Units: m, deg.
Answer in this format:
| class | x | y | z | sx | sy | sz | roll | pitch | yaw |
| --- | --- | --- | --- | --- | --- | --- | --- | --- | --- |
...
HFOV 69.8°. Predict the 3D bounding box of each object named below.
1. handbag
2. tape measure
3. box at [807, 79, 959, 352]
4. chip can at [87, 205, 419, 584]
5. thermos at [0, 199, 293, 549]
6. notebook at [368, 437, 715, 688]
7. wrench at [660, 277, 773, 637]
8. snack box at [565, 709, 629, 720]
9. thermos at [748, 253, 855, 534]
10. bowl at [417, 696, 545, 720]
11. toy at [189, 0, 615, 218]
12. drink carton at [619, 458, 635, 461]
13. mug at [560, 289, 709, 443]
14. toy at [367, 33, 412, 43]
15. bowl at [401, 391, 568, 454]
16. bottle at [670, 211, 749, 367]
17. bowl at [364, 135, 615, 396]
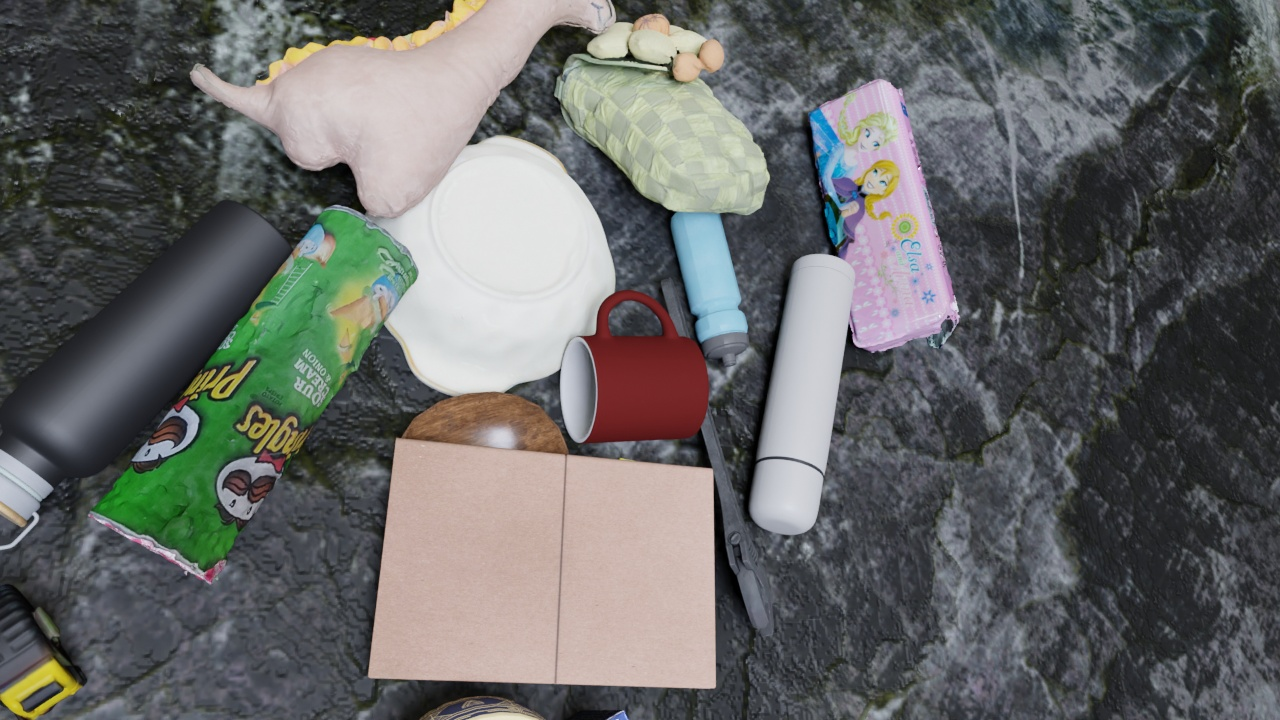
| class | x | y | z | sx | sy | sz | roll | pitch | yaw |
| --- | --- | --- | --- | --- | --- | --- | --- | --- | --- |
| handbag | 0.026 | -0.193 | 0.697 | 0.113 | 0.117 | 0.186 | -17 | 52 | -32 |
| tape measure | -0.313 | 0.143 | 0.461 | 0.038 | 0.063 | 0.067 | -34 | 85 | -31 |
| box | 0.220 | -0.119 | 0.805 | 0.096 | 0.085 | 0.230 | 18 | 59 | -53 |
| chip can | -0.214 | 0.013 | 0.535 | 0.075 | 0.076 | 0.222 | 32 | 67 | -10 |
| thermos | -0.295 | 0.006 | 0.523 | 0.061 | 0.061 | 0.230 | 37 | 60 | -7 |
| notebook | -0.053 | 0.127 | 0.572 | 0.209 | 0.008 | 0.141 | 7 | 68 | -15 |
| wrench | 0.053 | 0.062 | 0.665 | 0.018 | 0.073 | 0.273 | -18 | 69 | 10 |
| snack box | 0.002 | 0.279 | 0.537 | 0.027 | 0.082 | 0.150 | -24 | 82 | -28 |
| thermos | 0.125 | 0.023 | 0.707 | 0.052 | 0.052 | 0.223 | 22 | 63 | -15 |
| bowl | -0.098 | 0.237 | 0.514 | 0.112 | 0.061 | 0.112 | -5 | 102 | -27 |
| toy | -0.141 | -0.221 | 0.618 | 0.196 | 0.065 | 0.263 | 33 | 69 | -12 |
| drink carton | 0.002 | 0.139 | 0.615 | 0.058 | 0.043 | 0.134 | 10 | 66 | -15 |
| mug | -0.004 | 0.004 | 0.635 | 0.082 | 0.073 | 0.106 | -1 | 104 | -24 |
| toy | -0.182 | -0.186 | 0.656 | 0.134 | 0.045 | 0.091 | -32 | 90 | -28 |
| bowl | -0.104 | 0.073 | 0.601 | 0.114 | 0.026 | 0.102 | -10 | 74 | -25 |
| bottle | 0.055 | -0.057 | 0.715 | 0.040 | 0.040 | 0.130 | -4 | 72 | -25 |
| bowl | -0.097 | -0.082 | 0.646 | 0.188 | 0.060 | 0.218 | 20 | 63 | -16 |
